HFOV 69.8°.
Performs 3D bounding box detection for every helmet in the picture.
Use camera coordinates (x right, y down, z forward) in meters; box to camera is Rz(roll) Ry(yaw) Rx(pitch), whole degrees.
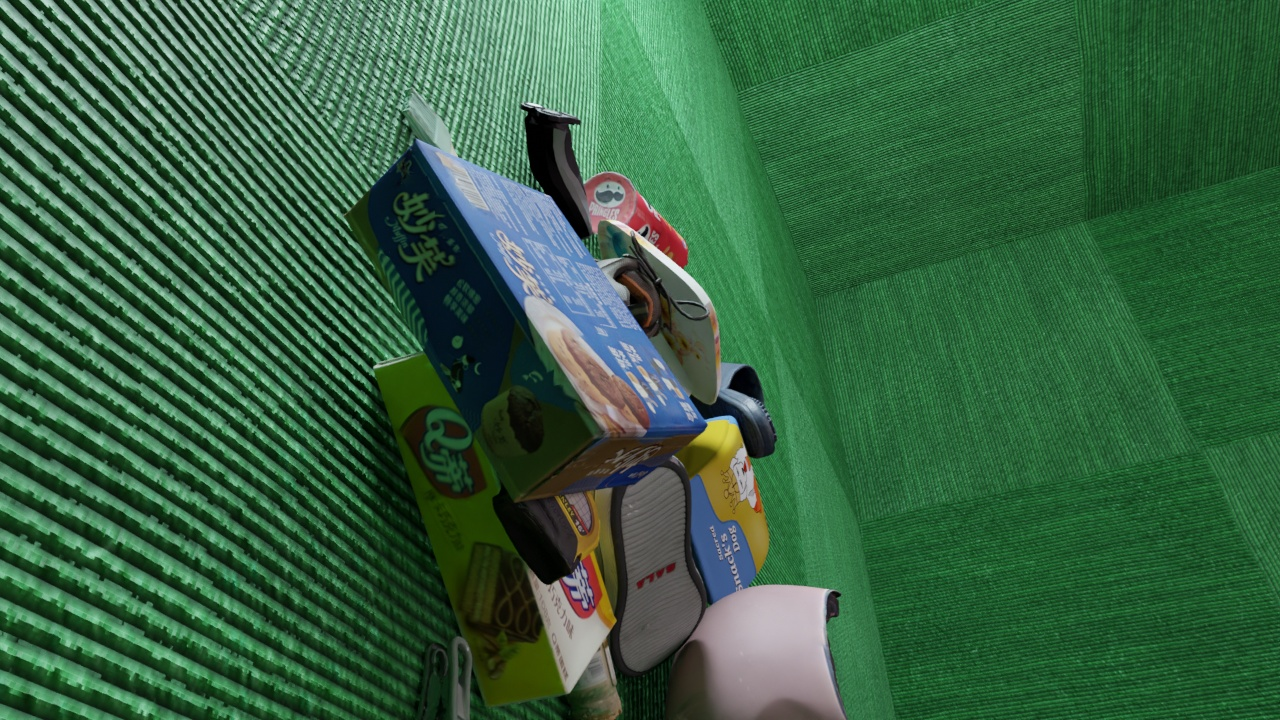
[{"bbox_3d":[0.098,0.327,0.840,0.229,0.152,0.256,-80,177,-52],"label":"helmet"}]

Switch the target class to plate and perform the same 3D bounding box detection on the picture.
[{"bbox_3d":[0.023,-0.052,0.961,0.187,0.016,0.187,43,-23,32],"label":"plate"}]

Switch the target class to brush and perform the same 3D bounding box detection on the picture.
[{"bbox_3d":[-0.137,-0.141,0.771,0.218,0.012,0.033,55,26,-52],"label":"brush"}]

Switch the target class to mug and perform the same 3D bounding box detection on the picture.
[{"bbox_3d":[-0.006,0.006,0.977,0.088,0.081,0.114,62,-11,-20],"label":"mug"}]

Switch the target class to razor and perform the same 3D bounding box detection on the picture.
[{"bbox_3d":[-0.080,-0.187,0.929,0.057,0.060,0.156,33,-37,42],"label":"razor"}]

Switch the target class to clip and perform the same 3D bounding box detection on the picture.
[{"bbox_3d":[-0.104,0.191,0.517,0.078,0.049,0.023,-81,153,-42],"label":"clip"}]

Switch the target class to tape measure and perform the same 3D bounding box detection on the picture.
[{"bbox_3d":[-0.056,0.093,0.551,0.065,0.037,0.064,57,26,-9],"label":"tape measure"}]

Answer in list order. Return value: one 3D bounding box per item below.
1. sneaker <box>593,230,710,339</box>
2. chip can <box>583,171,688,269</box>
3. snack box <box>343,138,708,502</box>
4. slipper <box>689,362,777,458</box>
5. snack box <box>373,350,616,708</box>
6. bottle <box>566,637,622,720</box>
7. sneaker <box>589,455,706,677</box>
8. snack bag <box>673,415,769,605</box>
[{"bbox_3d":[-0.016,-0.066,0.860,0.237,0.143,0.101,-62,133,-72],"label":"sneaker"},{"bbox_3d":[-0.003,-0.157,1.120,0.233,0.073,0.073,25,51,-70],"label":"chip can"},{"bbox_3d":[-0.064,-0.021,0.559,0.202,0.069,0.154,56,17,17],"label":"snack box"},{"bbox_3d":[0.126,0.055,1.164,0.264,0.082,0.101,-148,-143,-70],"label":"slipper"},{"bbox_3d":[-0.091,0.097,0.612,0.110,0.062,0.230,-31,104,-73],"label":"snack box"},{"bbox_3d":[-0.044,0.217,0.694,0.043,0.043,0.111,-2,78,-73],"label":"bottle"},{"bbox_3d":[-0.018,0.156,0.769,0.129,0.096,0.263,39,-34,46],"label":"sneaker"},{"bbox_3d":[0.074,0.170,1.004,0.204,0.102,0.159,-63,138,-71],"label":"snack bag"}]
